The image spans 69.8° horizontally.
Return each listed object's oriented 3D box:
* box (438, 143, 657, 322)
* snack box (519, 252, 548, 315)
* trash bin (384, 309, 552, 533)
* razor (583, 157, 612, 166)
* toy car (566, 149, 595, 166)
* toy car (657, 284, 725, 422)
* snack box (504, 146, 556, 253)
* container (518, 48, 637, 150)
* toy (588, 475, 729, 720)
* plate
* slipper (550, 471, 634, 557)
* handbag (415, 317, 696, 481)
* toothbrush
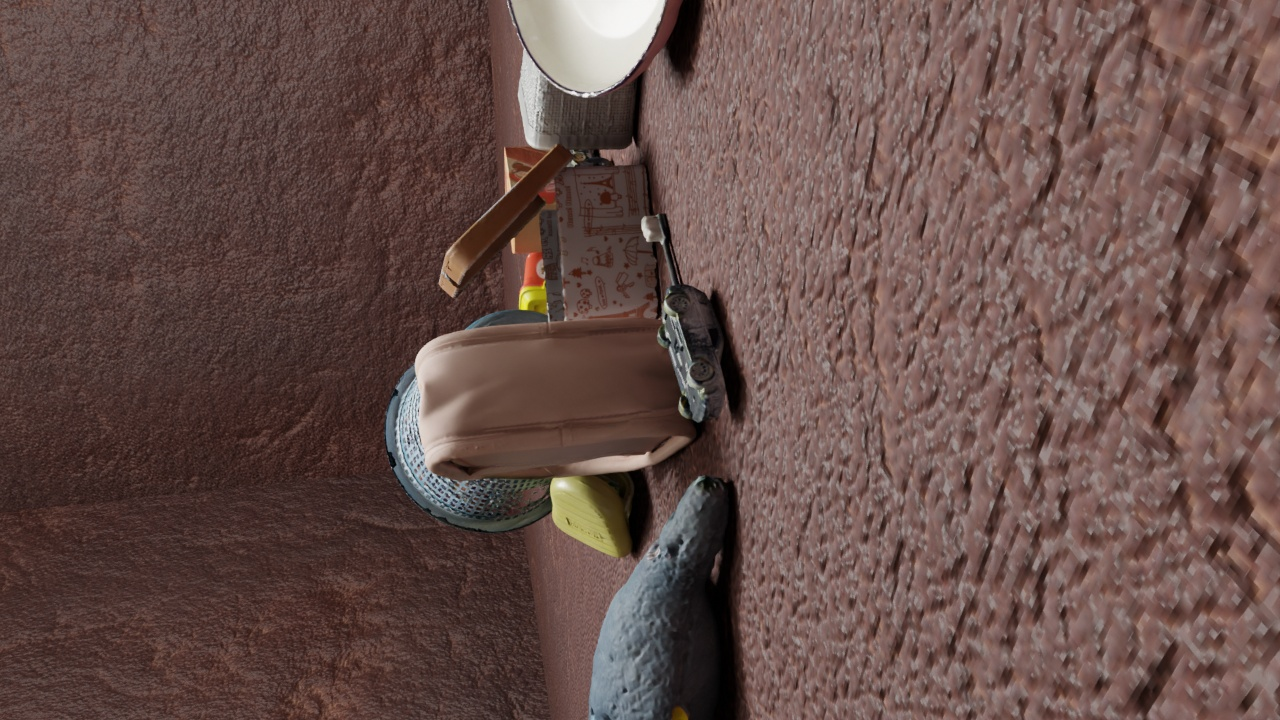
[{"bbox_3d":[-0.091,-0.094,0.790,0.182,0.177,0.152,154,110,-79],"label":"box"},{"bbox_3d":[-0.092,-0.078,1.042,0.082,0.091,0.080,99,169,-51],"label":"snack box"},{"bbox_3d":[-0.139,0.051,0.945,0.196,0.226,0.226,136,129,-62],"label":"trash bin"},{"bbox_3d":[-0.055,-0.144,0.939,0.067,0.062,0.168,49,151,16],"label":"razor"},{"bbox_3d":[-0.065,-0.220,0.980,0.049,0.031,0.105,99,163,-55],"label":"toy car"},{"bbox_3d":[0.034,-0.005,0.565,0.043,0.034,0.090,105,156,-54],"label":"toy car"},{"bbox_3d":[-0.102,-0.181,1.025,0.077,0.092,0.094,101,161,-55],"label":"snack box"},{"bbox_3d":[-0.049,-0.244,0.743,0.114,0.090,0.090,102,160,-49],"label":"container"},{"bbox_3d":[0.014,0.223,0.668,0.137,0.091,0.357,-67,-12,-45],"label":"toy"},{"bbox_3d":[-0.027,-0.273,0.601,0.193,0.039,0.193,23,120,46],"label":"plate"},{"bbox_3d":[-0.038,0.140,0.926,0.081,0.091,0.191,-57,-14,-19],"label":"slipper"},{"bbox_3d":[-0.065,0.056,0.717,0.234,0.193,0.093,99,165,-67],"label":"handbag"},{"bbox_3d":[0.026,-0.035,0.641,0.016,0.018,0.180,105,156,-53],"label":"toothbrush"}]
